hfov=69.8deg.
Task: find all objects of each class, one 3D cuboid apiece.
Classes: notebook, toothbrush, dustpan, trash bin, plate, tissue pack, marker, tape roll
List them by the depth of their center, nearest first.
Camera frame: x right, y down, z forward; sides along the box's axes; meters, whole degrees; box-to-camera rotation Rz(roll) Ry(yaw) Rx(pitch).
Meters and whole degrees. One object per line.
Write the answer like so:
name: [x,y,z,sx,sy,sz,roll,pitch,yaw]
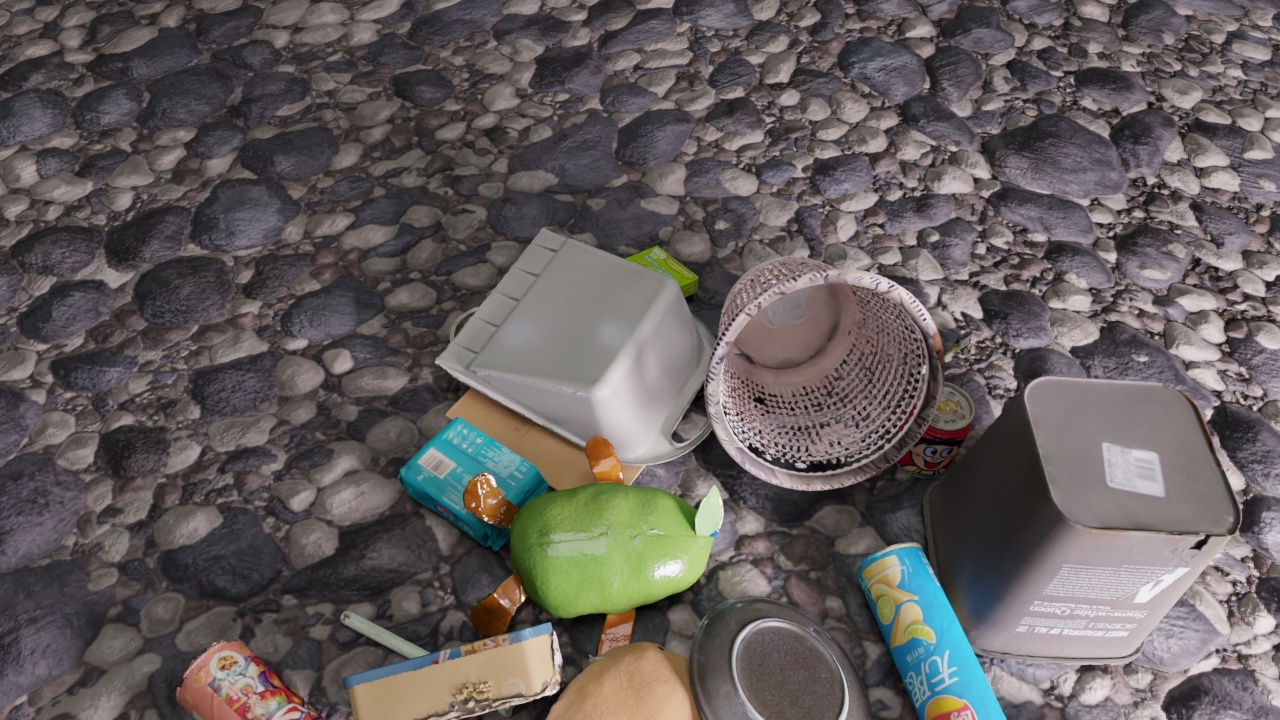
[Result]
plate: [0.127,0.280,0.798,0.179,0.024,0.179,16,40,-14]
trash bin: [0.392,0.142,0.830,0.199,0.220,0.198,3,53,-1]
toothbrush: [-0.196,0.273,0.839,0.190,0.020,0.029,20,87,15]
tissue pack: [-0.169,0.124,0.933,0.133,0.050,0.093,29,55,19]
trash bin: [0.168,-0.011,0.940,0.227,0.228,0.192,-2,23,-3]
notebook: [-0.083,0.063,1.000,0.211,0.012,0.149,31,59,16]
marker: [0.165,0.066,1.007,0.146,0.017,0.016,-4,53,-4]
dustpan: [-0.042,-0.003,1.008,0.258,0.143,0.222,17,59,32]
toothbrush: [0.317,0.013,1.052,0.185,0.017,0.012,-30,62,-22]
tape roll: [-0.179,-0.028,1.072,0.086,0.014,0.085,1,53,-1]

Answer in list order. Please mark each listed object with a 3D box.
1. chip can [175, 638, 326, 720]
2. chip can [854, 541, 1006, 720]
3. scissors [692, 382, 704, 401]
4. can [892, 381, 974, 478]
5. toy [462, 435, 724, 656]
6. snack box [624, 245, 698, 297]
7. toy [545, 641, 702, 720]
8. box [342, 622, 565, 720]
chip can: [-0.291,0.323,0.764,0.215,0.071,0.071,31,58,21]
chip can: [0.265,0.271,0.818,0.071,0.071,0.210,-11,54,-10]
scissors: [-0.001,-0.006,1.034,0.172,0.014,0.146,42,72,7]
can: [0.304,0.072,0.958,0.066,0.094,0.066,1,52,-1]
toy: [-0.042,0.178,0.870,0.246,0.090,0.226,-1,71,-11]
snack box: [-0.017,-0.084,1.096,0.156,0.026,0.086,-26,49,-27]
toy: [0.006,0.306,0.785,0.143,0.083,0.225,43,59,10]
box: [-0.160,0.272,0.774,0.184,0.090,0.061,-14,75,2]
